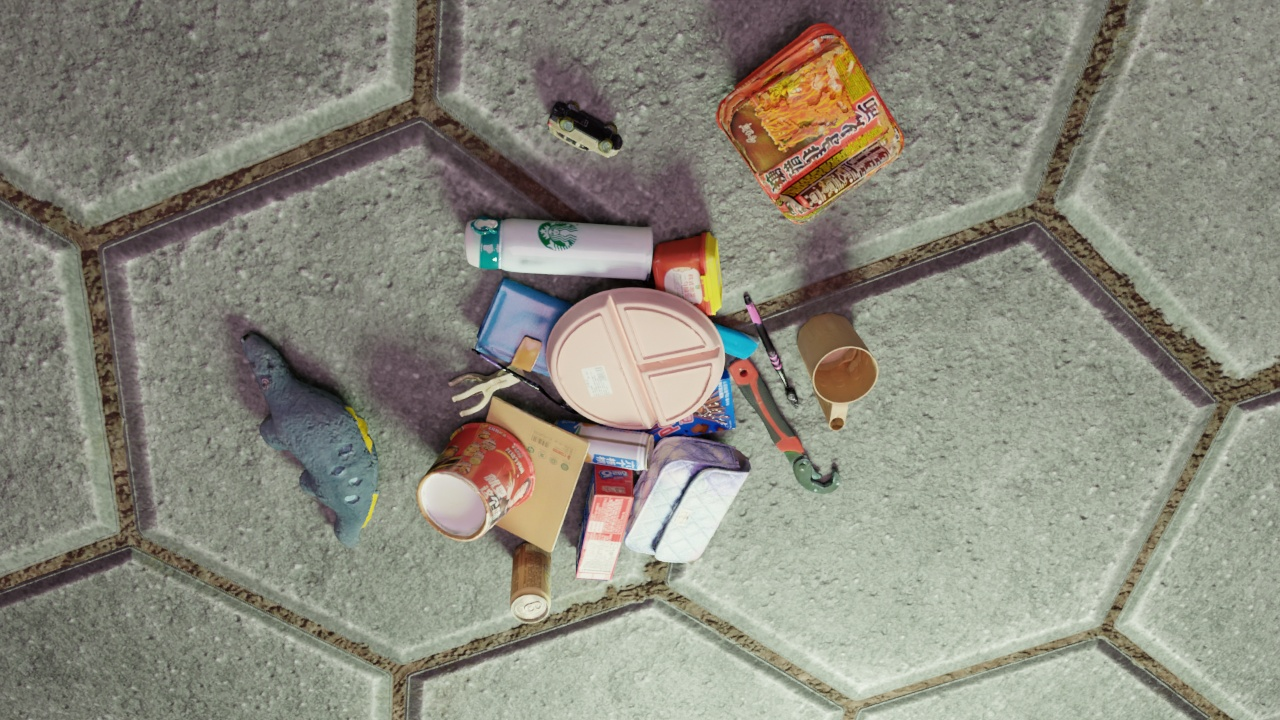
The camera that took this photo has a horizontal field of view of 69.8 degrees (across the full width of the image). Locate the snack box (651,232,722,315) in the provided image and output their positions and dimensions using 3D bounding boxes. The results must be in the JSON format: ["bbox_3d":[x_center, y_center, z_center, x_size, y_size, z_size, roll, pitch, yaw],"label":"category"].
[{"bbox_3d":[0.058,-0.105,1.141,0.080,0.081,0.091,-4,120,9],"label":"snack box"}]

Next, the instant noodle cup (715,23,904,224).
[{"bbox_3d":[0.190,-0.273,1.057,0.165,0.079,0.189,-34,117,13],"label":"instant noodle cup"}]

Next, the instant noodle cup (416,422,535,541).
[{"bbox_3d":[-0.223,0.168,1.226,0.138,0.108,0.138,9,118,17],"label":"instant noodle cup"}]

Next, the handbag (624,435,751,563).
[{"bbox_3d":[0.059,0.201,1.301,0.134,0.075,0.194,11,125,-20],"label":"handbag"}]

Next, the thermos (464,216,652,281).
[{"bbox_3d":[-0.099,-0.138,1.115,0.224,0.073,0.073,3,118,-6],"label":"thermos"}]

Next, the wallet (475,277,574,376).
[{"bbox_3d":[-0.136,-0.038,1.187,0.133,0.040,0.106,21,111,-15],"label":"wallet"}]

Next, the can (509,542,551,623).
[{"bbox_3d":[-0.159,0.322,1.337,0.058,0.116,0.059,-2,119,-3],"label":"can"}]

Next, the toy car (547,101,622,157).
[{"bbox_3d":[-0.064,-0.265,1.063,0.090,0.042,0.035,24,136,-12],"label":"toy car"}]

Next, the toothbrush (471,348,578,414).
[{"bbox_3d":[-0.148,0.027,1.212,0.189,0.014,0.017,34,101,-35],"label":"toothbrush"}]

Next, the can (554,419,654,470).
[{"bbox_3d":[-0.052,0.115,1.247,0.135,0.053,0.053,8,119,10],"label":"can"}]

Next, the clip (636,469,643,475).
[{"bbox_3d":[0.020,0.152,1.313,0.057,0.031,0.025,5,120,-12],"label":"clip"}]

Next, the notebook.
[{"bbox_3d":[-0.162,0.161,1.268,0.148,0.008,0.208,25,122,8],"label":"notebook"}]

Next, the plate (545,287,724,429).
[{"bbox_3d":[-0.007,0.007,1.169,0.229,0.028,0.230,1,131,1],"label":"plate"}]

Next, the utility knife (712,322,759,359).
[{"bbox_3d":[0.063,-0.046,1.207,0.199,0.018,0.034,20,104,-14],"label":"utility knife"}]

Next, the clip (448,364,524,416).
[{"bbox_3d":[-0.205,0.041,1.207,0.103,0.092,0.035,-11,119,14],"label":"clip"}]

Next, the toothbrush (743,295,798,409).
[{"bbox_3d":[0.178,-0.008,1.239,0.014,0.017,0.189,-23,117,10],"label":"toothbrush"}]

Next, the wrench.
[{"bbox_3d":[0.202,0.099,1.299,0.056,0.016,0.273,-33,116,13],"label":"wrench"}]

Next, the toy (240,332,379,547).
[{"bbox_3d":[-0.423,0.118,1.228,0.138,0.091,0.357,-2,122,28],"label":"toy"}]

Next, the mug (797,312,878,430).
[{"bbox_3d":[0.253,0.012,1.205,0.084,0.103,0.125,0,119,-4],"label":"mug"}]

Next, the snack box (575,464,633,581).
[{"bbox_3d":[-0.055,0.235,1.304,0.058,0.057,0.208,5,133,-9],"label":"snack box"}]

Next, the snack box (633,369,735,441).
[{"bbox_3d":[0.049,0.066,1.263,0.157,0.026,0.085,-9,120,1],"label":"snack box"}]
